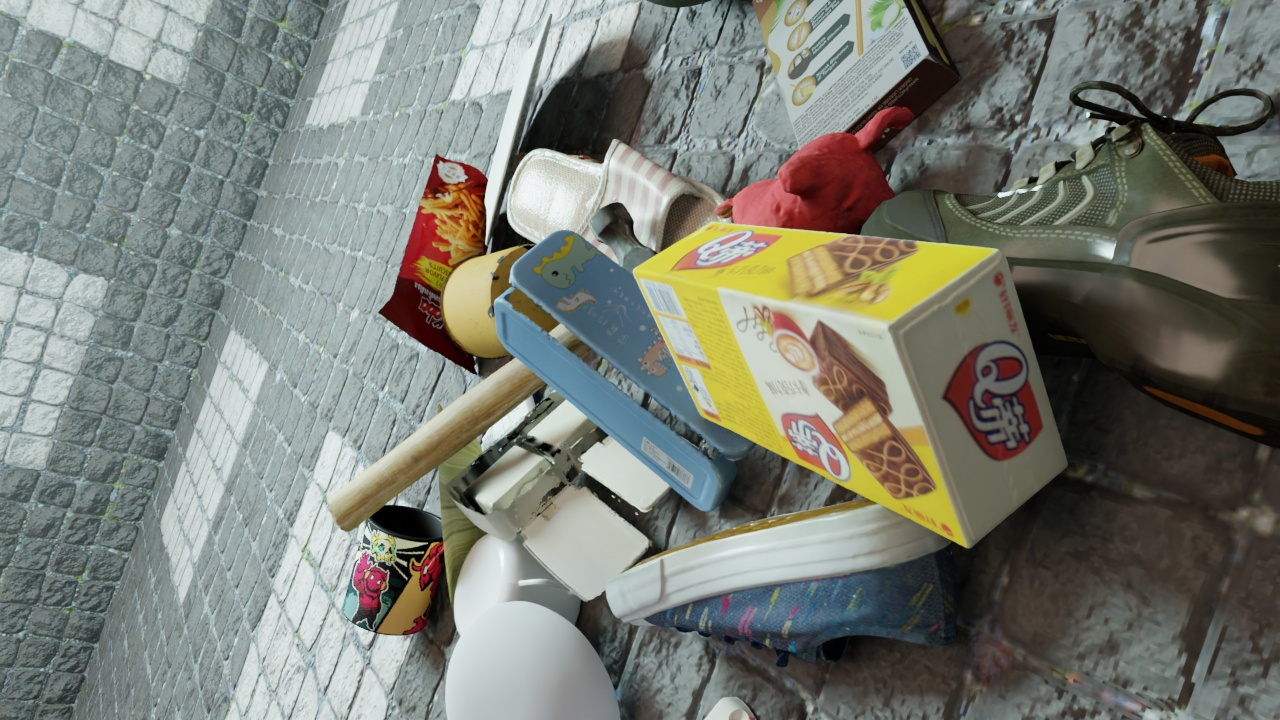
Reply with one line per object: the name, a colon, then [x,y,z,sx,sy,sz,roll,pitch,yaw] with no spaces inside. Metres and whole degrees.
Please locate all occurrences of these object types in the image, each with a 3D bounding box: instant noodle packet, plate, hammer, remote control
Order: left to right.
plate: [-0.153,0.129,0.812,0.184,0.036,0.184,174,91,-81]
hammer: [-0.110,0.030,0.699,0.331,0.033,0.132,-36,75,13]
plate: [-0.132,-0.238,0.948,0.242,0.016,0.242,-165,91,-81]
instant noodle packet: [-0.112,0.086,0.830,0.087,0.026,0.134,-54,37,24]
remote control: [0.030,0.256,0.546,0.126,0.018,0.038,-58,35,15]

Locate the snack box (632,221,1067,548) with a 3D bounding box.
snack box: [0.087,-0.002,0.457,0.061,0.110,0.230,-33,22,-16]

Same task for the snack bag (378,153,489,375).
snack bag: [-0.207,-0.103,0.979,0.067,0.139,0.207,-6,60,26]

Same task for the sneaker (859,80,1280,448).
sneaker: [0.200,-0.072,0.397,0.238,0.101,0.143,35,102,55]

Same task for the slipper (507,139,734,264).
slipper: [-0.030,-0.120,0.742,0.263,0.052,0.115,26,102,41]

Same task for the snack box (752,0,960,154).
snack box: [0.138,-0.222,0.625,0.101,0.031,0.185,-41,43,37]

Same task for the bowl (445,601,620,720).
bowl: [-0.086,0.246,0.633,0.150,0.043,0.149,3,95,32]

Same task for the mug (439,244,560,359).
mug: [-0.114,-0.043,0.848,0.094,0.100,0.124,-4,111,52]

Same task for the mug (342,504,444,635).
mug: [-0.234,0.198,0.903,0.118,0.082,0.098,-77,4,-82]

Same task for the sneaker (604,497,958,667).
sneaker: [0.075,0.130,0.509,0.236,0.087,0.079,-26,78,44]

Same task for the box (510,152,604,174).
box: [-0.075,-0.169,0.887,0.187,0.056,0.071,23,124,58]

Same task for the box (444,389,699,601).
box: [-0.052,0.088,0.688,0.144,0.058,0.188,-42,35,-19]

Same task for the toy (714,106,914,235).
toy: [0.106,-0.111,0.567,0.133,0.088,0.094,-53,33,23]

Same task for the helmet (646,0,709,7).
helmet: [0.033,-0.394,0.754,0.228,0.153,0.267,-43,46,33]

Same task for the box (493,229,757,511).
box: [-0.006,0.005,0.626,0.209,0.073,0.085,39,69,18]

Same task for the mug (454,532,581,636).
mug: [-0.091,0.181,0.712,0.116,0.068,0.094,-25,54,47]
